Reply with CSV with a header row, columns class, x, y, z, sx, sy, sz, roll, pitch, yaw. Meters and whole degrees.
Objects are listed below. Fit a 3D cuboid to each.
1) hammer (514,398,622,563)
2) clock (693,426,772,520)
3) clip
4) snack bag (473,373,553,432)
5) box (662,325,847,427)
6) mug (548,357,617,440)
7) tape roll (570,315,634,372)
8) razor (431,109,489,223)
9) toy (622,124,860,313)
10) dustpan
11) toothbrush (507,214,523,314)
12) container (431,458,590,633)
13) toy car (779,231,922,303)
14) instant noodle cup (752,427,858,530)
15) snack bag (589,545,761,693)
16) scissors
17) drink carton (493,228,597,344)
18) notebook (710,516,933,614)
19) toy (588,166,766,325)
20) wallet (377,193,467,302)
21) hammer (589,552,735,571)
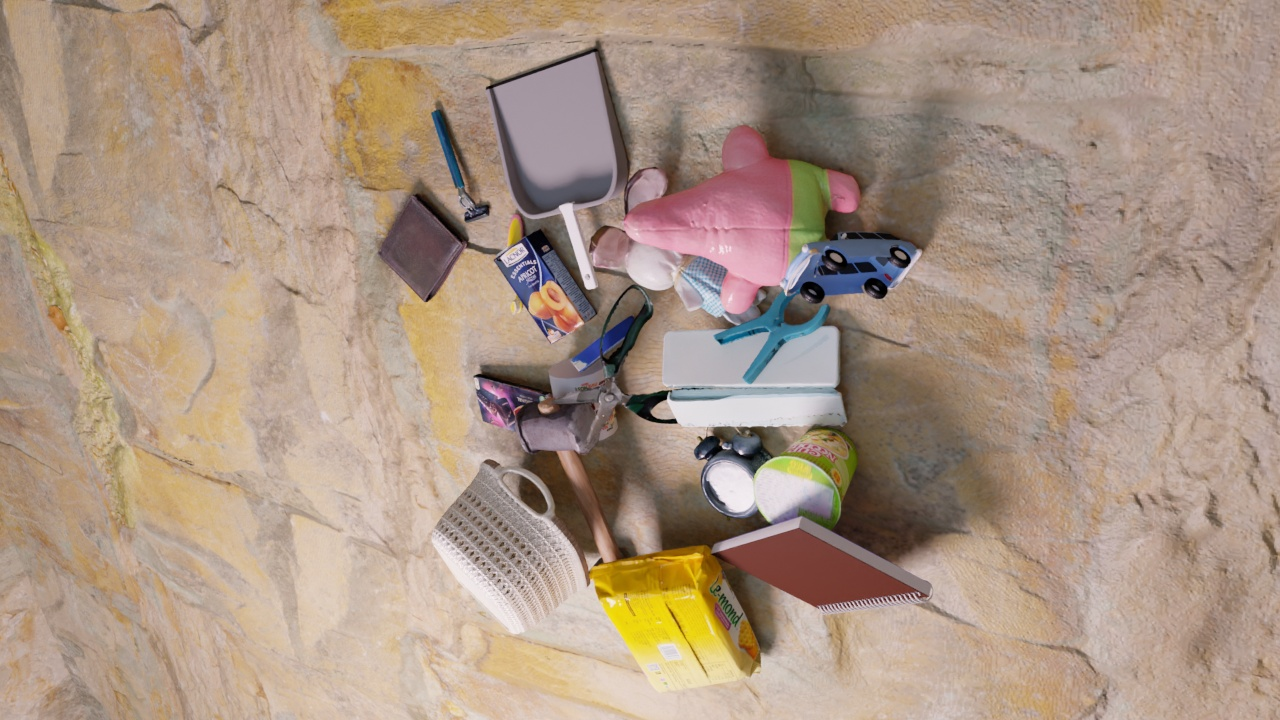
class,x,y,z,sx,sy,sz,roll,pitch,yaw
hammer,-0.061,0.190,1.157,0.098,0.052,0.328,-3,119,34
clock,0.114,0.129,1.098,0.090,0.052,0.129,-12,101,36
clip,0.152,-0.023,0.973,0.127,0.028,0.113,-46,71,7
snack bag,-0.169,0.064,1.249,0.155,0.018,0.075,11,120,39
box,0.127,0.021,1.025,0.198,0.075,0.126,-1,131,20
mug,-0.080,0.046,1.173,0.105,0.073,0.090,21,126,53
tape roll,-0.041,-0.020,1.098,0.091,0.093,0.016,-37,90,2
razor,-0.234,-0.245,1.158,0.042,0.022,0.144,-12,105,34
toy,0.099,-0.137,0.920,0.236,0.096,0.192,-1,108,-9
dustpan,-0.087,-0.210,1.072,0.163,0.033,0.258,-6,109,34
toothbrush,-0.159,-0.121,1.172,0.021,0.016,0.136,14,119,19
container,-0.169,0.252,1.211,0.184,0.142,0.247,37,157,22
toy car,0.200,-0.093,0.883,0.054,0.153,0.056,63,143,31
instant noodle cup,0.189,0.126,1.010,0.099,0.107,0.099,14,119,26
snack bag,0.046,0.333,1.163,0.160,0.068,0.247,-13,124,20
scissors,-0.006,0.006,1.059,0.015,0.201,0.204,-138,47,-63
drink carton,-0.117,-0.092,1.135,0.064,0.040,0.130,-29,99,30
notebook,0.197,0.234,1.023,0.171,0.022,0.210,28,154,-10
toy,0.048,-0.108,1.018,0.205,0.131,0.106,32,171,-7
wallet,-0.294,-0.151,1.238,0.099,0.031,0.120,44,125,4
hammer,0.075,0.272,1.194,0.324,0.051,0.117,-30,97,36
